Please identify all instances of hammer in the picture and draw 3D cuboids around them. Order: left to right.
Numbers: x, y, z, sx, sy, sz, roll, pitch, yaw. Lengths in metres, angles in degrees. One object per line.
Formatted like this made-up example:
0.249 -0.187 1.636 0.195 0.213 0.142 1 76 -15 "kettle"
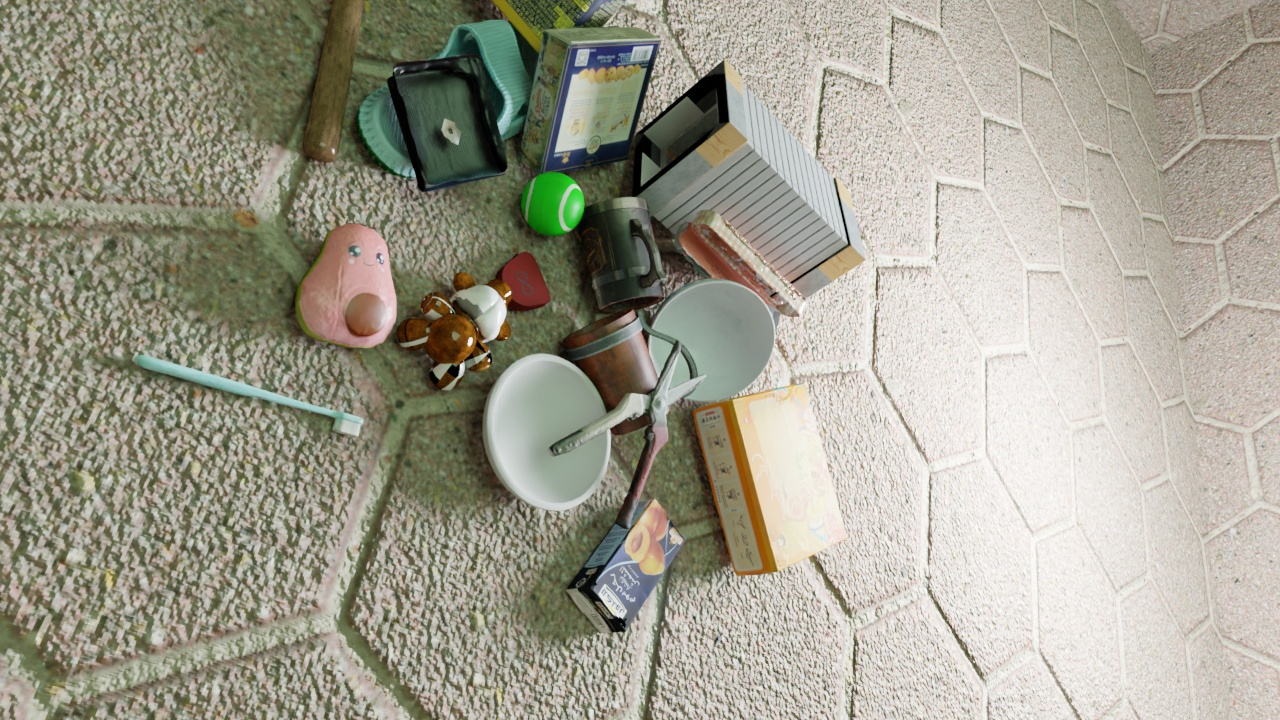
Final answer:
-0.273 -0.327 0.858 0.129 0.040 0.321 22 62 -42 "hammer"

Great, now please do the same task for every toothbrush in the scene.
-0.301 0.028 0.719 0.180 0.016 0.016 24 69 -37 "toothbrush"

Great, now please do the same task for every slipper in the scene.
-0.167 -0.269 0.916 0.275 0.070 0.116 -47 113 -42 "slipper"

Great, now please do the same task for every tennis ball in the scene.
-0.091 -0.162 0.952 0.065 0.066 0.065 17 65 -39 "tennis ball"

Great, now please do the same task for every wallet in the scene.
-0.179 -0.220 0.852 0.089 0.026 0.115 -19 100 -32 "wallet"

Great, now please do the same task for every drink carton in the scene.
-0.013 0.205 0.918 0.064 0.040 0.129 54 47 -15 "drink carton"

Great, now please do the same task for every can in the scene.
-0.094 -0.396 0.967 0.135 0.104 0.075 49 18 6 "can"

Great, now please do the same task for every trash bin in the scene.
0.128 -0.196 1.093 0.247 0.143 0.142 37 35 -29 "trash bin"

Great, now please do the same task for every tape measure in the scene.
-0.123 -0.079 0.926 0.051 0.019 0.059 -15 80 -44 "tape measure"

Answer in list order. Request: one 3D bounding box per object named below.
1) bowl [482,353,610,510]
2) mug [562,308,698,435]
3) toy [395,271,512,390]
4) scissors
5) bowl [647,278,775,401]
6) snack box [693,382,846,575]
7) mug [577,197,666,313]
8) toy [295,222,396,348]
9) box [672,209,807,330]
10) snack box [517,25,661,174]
-0.097 0.071 0.880 0.149 0.043 0.149 15 68 -42 "bowl"
-0.006 0.006 0.953 0.117 0.081 0.111 -25 99 -10 "mug"
-0.161 -0.034 0.847 0.087 0.067 0.112 53 38 -16 "toy"
-0.009 0.070 0.900 0.179 0.015 0.198 8 85 -34 "scissors"
0.073 -0.034 1.043 0.144 0.144 0.074 44 10 -24 "bowl"
0.147 0.135 1.066 0.144 0.081 0.195 -10 83 -45 "snack box"
-0.013 -0.115 0.977 0.079 0.116 0.107 -8 82 -28 "mug"
-0.247 -0.065 0.777 0.090 0.051 0.109 15 65 -41 "toy"
0.116 -0.099 1.052 0.187 0.057 0.067 38 91 -30 "box"
-0.054 -0.278 0.980 0.042 0.145 0.144 38 38 26 "snack box"
